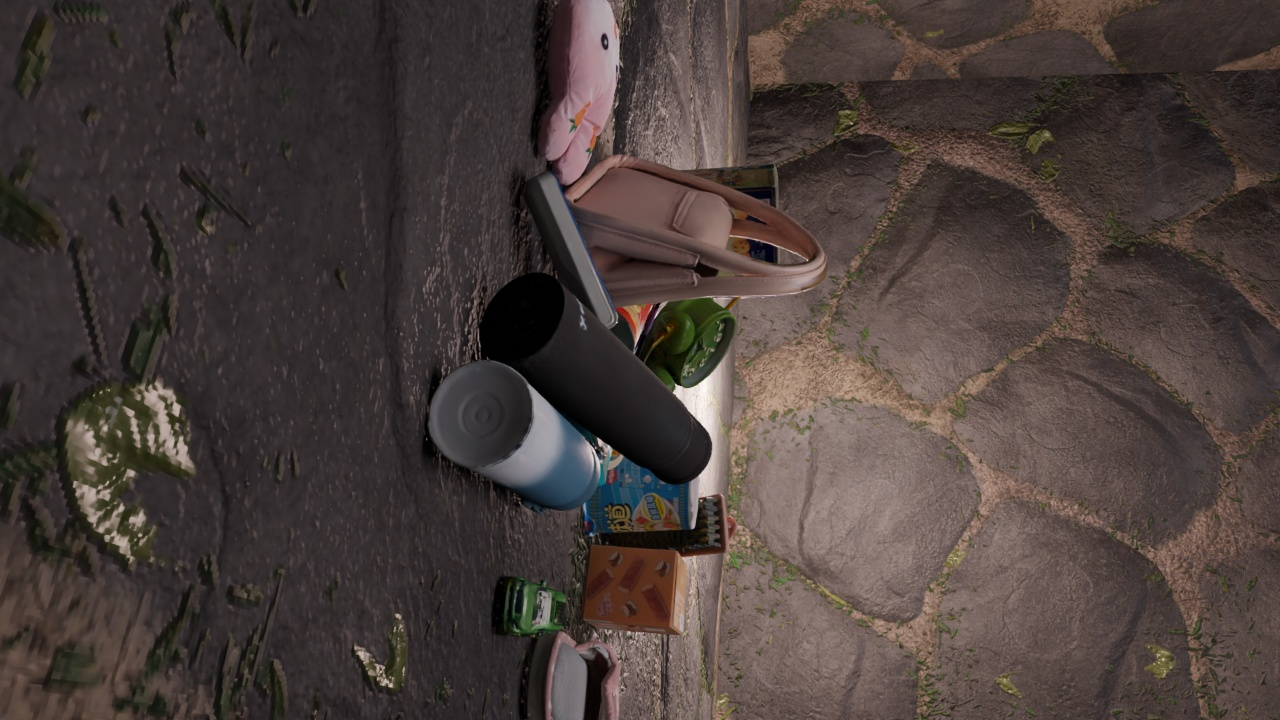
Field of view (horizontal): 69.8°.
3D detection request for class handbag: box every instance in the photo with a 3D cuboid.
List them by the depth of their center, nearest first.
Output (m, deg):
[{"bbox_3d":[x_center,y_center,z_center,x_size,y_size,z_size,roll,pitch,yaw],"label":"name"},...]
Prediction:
[{"bbox_3d":[0.050,-0.107,0.817,0.192,0.234,0.093,-68,166,-61],"label":"handbag"}]

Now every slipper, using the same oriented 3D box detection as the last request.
[{"bbox_3d":[-0.048,0.313,0.838,0.275,0.054,0.114,74,19,-58],"label":"slipper"}]

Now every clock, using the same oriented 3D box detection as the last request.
[{"bbox_3d":[0.048,-0.018,1.044,0.160,0.056,0.116,-27,144,-45],"label":"clock"}]

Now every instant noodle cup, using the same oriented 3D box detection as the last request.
[{"bbox_3d":[0.004,0.137,0.949,0.099,0.110,0.099,3,89,-81],"label":"instant noodle cup"}]

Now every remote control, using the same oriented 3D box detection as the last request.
[{"bbox_3d":[-0.054,-0.081,0.696,0.125,0.024,0.049,65,-13,-11],"label":"remote control"}]

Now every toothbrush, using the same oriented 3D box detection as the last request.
[{"bbox_3d":[-0.006,0.006,0.951,0.014,0.016,0.189,-81,-169,-49],"label":"toothbrush"}]

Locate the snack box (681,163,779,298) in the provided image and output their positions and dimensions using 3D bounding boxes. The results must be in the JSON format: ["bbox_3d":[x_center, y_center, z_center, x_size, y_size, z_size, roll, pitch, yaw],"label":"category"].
[{"bbox_3d":[0.074,-0.147,1.094,0.178,0.182,0.045,78,14,-51],"label":"snack box"}]

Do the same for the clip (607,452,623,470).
[{"bbox_3d":[-0.036,0.091,0.841,0.104,0.087,0.035,-93,179,-59],"label":"clip"}]

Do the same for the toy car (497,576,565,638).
[{"bbox_3d":[-0.081,0.187,0.691,0.091,0.036,0.043,52,42,-69],"label":"toy car"}]

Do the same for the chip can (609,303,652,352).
[{"bbox_3d":[-0.021,-0.064,0.893,0.216,0.073,0.073,-70,159,-60],"label":"chip can"}]

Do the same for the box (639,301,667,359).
[{"bbox_3d":[0.043,-0.024,1.174,0.201,0.100,0.095,41,44,-76],"label":"box"}]

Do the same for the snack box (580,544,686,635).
[{"bbox_3d":[-0.004,0.242,0.963,0.093,0.094,0.077,66,27,-67],"label":"snack box"}]

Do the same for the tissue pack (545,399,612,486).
[{"bbox_3d":[-0.054,0.039,0.775,0.134,0.050,0.093,79,17,-47],"label":"tissue pack"}]

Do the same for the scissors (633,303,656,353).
[{"bbox_3d":[0.000,-0.031,1.004,0.162,0.012,0.163,-65,-176,-22],"label":"scissors"}]

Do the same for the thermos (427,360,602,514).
[{"bbox_3d":[-0.075,0.062,0.623,0.220,0.070,0.070,63,30,-71],"label":"thermos"}]

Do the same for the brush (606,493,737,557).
[{"bbox_3d":[0.032,0.191,1.023,0.073,0.146,0.063,22,58,-54],"label":"brush"}]

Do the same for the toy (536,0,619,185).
[{"bbox_3d":[-0.051,-0.229,0.765,0.121,0.054,0.159,48,53,-75],"label":"toy"}]

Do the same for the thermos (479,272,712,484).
[{"bbox_3d":[-0.027,0.018,0.693,0.242,0.068,0.090,44,9,-51],"label":"thermos"}]
